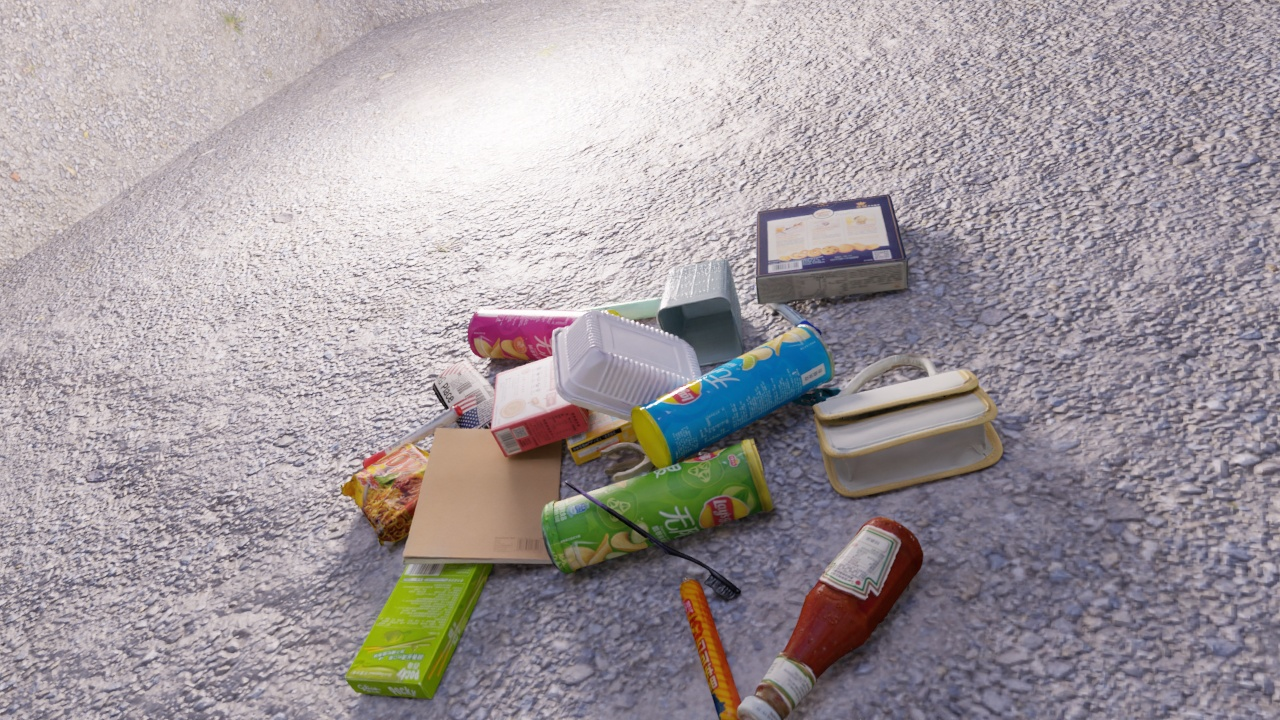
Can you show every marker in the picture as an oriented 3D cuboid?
[{"bbox_3d":[0.178,-0.062,1.130,0.017,0.017,0.145,-26,35,-9],"label":"marker"},{"bbox_3d":[-0.276,0.095,1.112,0.145,0.017,0.017,-30,32,14],"label":"marker"}]

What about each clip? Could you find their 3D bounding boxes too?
[{"bbox_3d":[0.187,0.040,0.986,0.057,0.015,0.049,1,37,33],"label":"clip"},{"bbox_3d":[0.008,0.114,0.960,0.102,0.035,0.094,-4,32,10],"label":"clip"}]

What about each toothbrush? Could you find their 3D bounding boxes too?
[{"bbox_3d":[0.008,0.162,0.833,0.189,0.014,0.016,31,83,13],"label":"toothbrush"},{"bbox_3d":[-0.068,-0.059,1.245,0.225,0.026,0.027,-8,57,19],"label":"toothbrush"}]

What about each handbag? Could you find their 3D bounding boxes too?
[{"bbox_3d":[0.252,0.044,0.910,0.163,0.063,0.178,-14,31,6],"label":"handbag"}]

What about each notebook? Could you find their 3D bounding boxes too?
[{"bbox_3d":[-0.162,0.140,0.986,0.149,0.012,0.211,1,33,-2],"label":"notebook"}]

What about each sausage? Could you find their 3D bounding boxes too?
[{"bbox_3d":[0.058,0.241,0.765,0.021,0.021,0.165,-20,34,0],"label":"sausage"}]

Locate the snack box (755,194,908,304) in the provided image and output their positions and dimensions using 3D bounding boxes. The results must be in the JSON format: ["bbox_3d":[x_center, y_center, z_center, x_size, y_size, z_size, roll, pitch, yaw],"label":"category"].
[{"bbox_3d":[0.238,-0.144,1.173,0.178,0.046,0.182,-6,34,12],"label":"snack box"}]

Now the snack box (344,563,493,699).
[{"bbox_3d":[-0.210,0.250,0.887,0.086,0.026,0.156,-5,36,21],"label":"snack box"}]

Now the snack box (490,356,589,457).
[{"bbox_3d":[-0.102,0.043,1.046,0.127,0.044,0.113,-18,33,8],"label":"snack box"}]

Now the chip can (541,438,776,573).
[{"bbox_3d":[0.014,0.141,0.881,0.221,0.073,0.072,-19,34,3],"label":"chip can"}]

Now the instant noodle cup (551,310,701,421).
[{"bbox_3d":[-0.006,0.006,1.005,0.173,0.060,0.137,19,30,-20],"label":"instant noodle cup"}]

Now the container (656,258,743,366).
[{"bbox_3d":[0.075,-0.061,1.120,0.090,0.090,0.111,-10,32,14],"label":"container"}]

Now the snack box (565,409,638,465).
[{"bbox_3d":[-0.052,0.057,1.070,0.087,0.034,0.140,-23,36,-3],"label":"snack box"}]

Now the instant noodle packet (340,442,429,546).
[{"bbox_3d":[-0.274,0.147,1.049,0.110,0.044,0.128,-31,35,-22],"label":"instant noodle packet"}]

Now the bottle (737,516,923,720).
[{"bbox_3d":[0.150,0.211,0.726,0.060,0.060,0.205,18,50,43],"label":"bottle"}]

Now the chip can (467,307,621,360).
[{"bbox_3d":[-0.124,-0.032,1.197,0.211,0.071,0.071,3,40,32],"label":"chip can"}]

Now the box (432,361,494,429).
[{"bbox_3d":[-0.211,0.054,1.153,0.072,0.060,0.164,-48,38,0],"label":"box"}]

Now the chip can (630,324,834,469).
[{"bbox_3d":[0.097,0.036,0.949,0.210,0.071,0.071,-26,34,-18],"label":"chip can"}]
